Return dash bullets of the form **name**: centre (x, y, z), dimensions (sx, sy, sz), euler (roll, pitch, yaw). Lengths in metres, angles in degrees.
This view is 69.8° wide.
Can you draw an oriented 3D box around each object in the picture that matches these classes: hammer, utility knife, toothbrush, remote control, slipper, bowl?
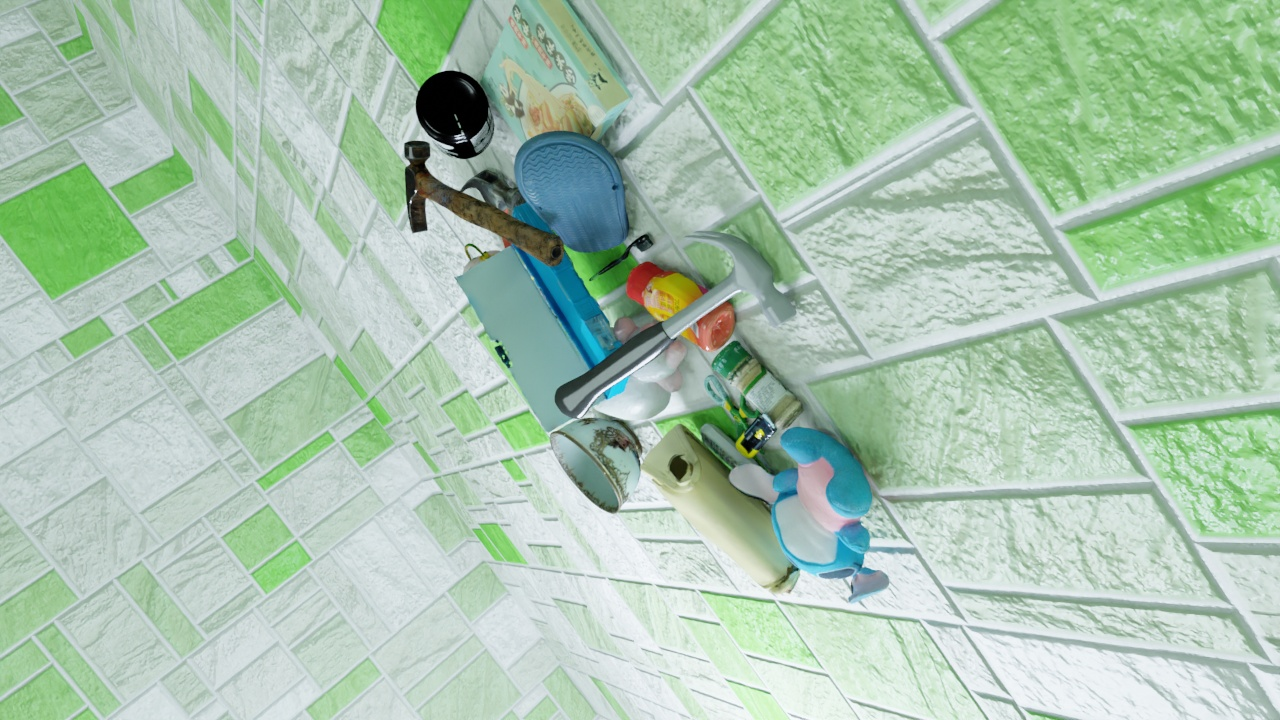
- **hammer**: centre (-0.179, -0.132, 1.337), dimensions (0.133, 0.033, 0.334), euler (31, 149, 34)
- **utility knife**: centre (0.132, 0.085, 1.046), dimensions (0.029, 0.020, 0.174), euler (42, 166, 10)
- **toothbrush**: centre (-0.027, -0.119, 1.110), dimensions (0.017, 0.014, 0.188), euler (47, 156, -9)
- **remote control**: centre (0.130, 0.130, 1.165), dimensions (0.133, 0.022, 0.050), euler (41, 164, 21)
- **slipper**: centre (-0.065, -0.183, 0.987), dimensions (0.214, 0.104, 0.059), euler (57, -158, -64)
- **hammer**: centre (0.012, -0.024, 0.974), dimensions (0.312, 0.029, 0.125), euler (-35, 90, 34)
- **hammer**: centre (-0.194, -0.169, 1.095), dimensions (0.330, 0.033, 0.120), euler (31, 128, 43)
- **bowl**: centre (-0.054, 0.147, 1.422), dimensions (0.160, 0.093, 0.160), euler (40, 153, 24)

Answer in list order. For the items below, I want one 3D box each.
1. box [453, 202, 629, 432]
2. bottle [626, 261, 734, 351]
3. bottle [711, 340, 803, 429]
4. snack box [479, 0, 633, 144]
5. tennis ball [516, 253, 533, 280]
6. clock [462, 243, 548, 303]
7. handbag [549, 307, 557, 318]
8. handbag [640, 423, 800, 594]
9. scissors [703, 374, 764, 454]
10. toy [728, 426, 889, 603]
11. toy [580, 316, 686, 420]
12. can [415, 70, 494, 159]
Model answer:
- **box**: centre (-0.120, -0.051, 1.100), dimensions (0.243, 0.113, 0.114), euler (58, 160, 15)
- **bottle**: centre (0.042, -0.064, 1.025), dimensions (0.134, 0.048, 0.071), euler (34, 150, 33)
- **bottle**: centre (0.129, 0.028, 1.008), dimensions (0.110, 0.042, 0.043), euler (44, 155, 13)
- **snack box**: centre (-0.094, -0.285, 0.963), dimensions (0.141, 0.044, 0.194), euler (55, 156, -4)
- **tennis ball**: centre (-0.136, -0.129, 1.221), dimensions (0.065, 0.065, 0.065), euler (40, 153, 25)
- **clock**: centre (-0.196, -0.102, 1.302), dimensions (0.158, 0.058, 0.117), euler (58, 156, -15)
- **handbag**: centre (-0.102, -0.041, 1.343), dimensions (0.084, 0.027, 0.178), euler (39, 158, 29)
- **handbag**: centre (0.101, 0.193, 1.160), dimensions (0.233, 0.088, 0.191), euler (44, -176, -1)
- **scissors**: centre (0.113, 0.065, 1.119), dimensions (0.112, 0.012, 0.131), euler (36, 153, 24)
- **toy**: centre (0.193, 0.158, 1.019), dimensions (0.224, 0.098, 0.192), euler (45, 152, 38)
- **toy**: centre (-0.007, 0.007, 1.157), dimensions (0.139, 0.101, 0.180), euler (46, 141, -4)
- **can**: centre (-0.215, -0.285, 1.080), dimensions (0.080, 0.080, 0.146), euler (55, 178, -7)
